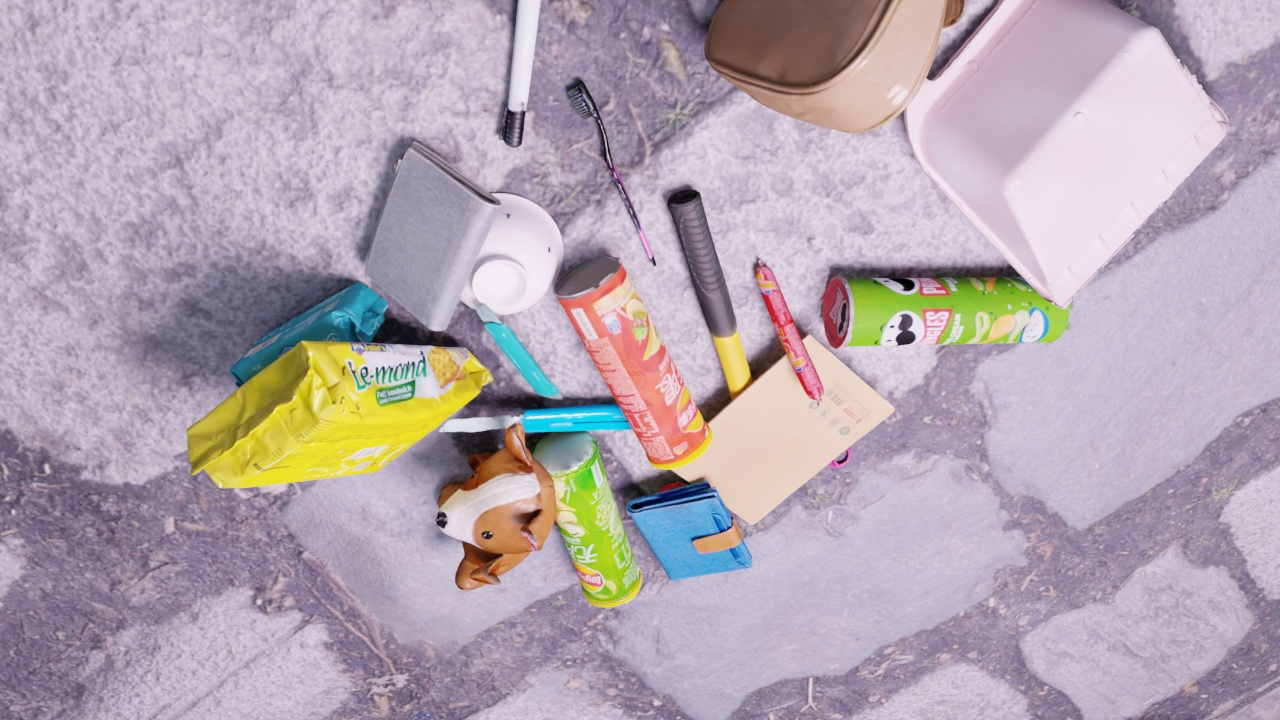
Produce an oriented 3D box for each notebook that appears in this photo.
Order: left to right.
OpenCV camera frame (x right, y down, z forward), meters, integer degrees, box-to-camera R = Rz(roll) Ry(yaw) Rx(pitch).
[{"bbox_3d":[0.146,0.079,0.967,0.147,0.008,0.208,36,112,-28],"label":"notebook"}]

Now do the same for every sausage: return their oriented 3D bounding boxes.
[{"bbox_3d":[0.144,-0.027,0.892,0.020,0.020,0.156,-24,96,6],"label":"sausage"}]

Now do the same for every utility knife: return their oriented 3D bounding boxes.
[{"bbox_3d":[-0.114,-0.005,0.869,0.029,0.013,0.176,3,152,20],"label":"utility knife"},{"bbox_3d":[-0.092,0.061,0.919,0.218,0.018,0.034,-1,135,-23],"label":"utility knife"}]

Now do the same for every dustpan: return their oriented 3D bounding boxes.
[{"bbox_3d":[0.368,-0.211,0.821,0.223,0.139,0.273,-48,137,10],"label":"dustpan"}]

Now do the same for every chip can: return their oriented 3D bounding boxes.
[{"bbox_3d":[-0.056,0.172,0.995,0.072,0.072,0.221,-15,125,0],"label":"chip can"},{"bbox_3d":[-0.005,0.005,0.880,0.073,0.073,0.217,-26,118,7],"label":"chip can"},{"bbox_3d":[0.304,-0.049,0.911,0.236,0.072,0.072,-1,123,-10],"label":"chip can"}]

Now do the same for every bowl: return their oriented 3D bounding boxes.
[{"bbox_3d":[-0.125,-0.082,0.818,0.118,0.064,0.118,-4,123,-7],"label":"bowl"}]

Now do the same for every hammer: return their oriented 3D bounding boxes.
[{"bbox_3d":[0.083,-0.031,0.907,0.129,0.032,0.301,-19,125,3],"label":"hammer"}]

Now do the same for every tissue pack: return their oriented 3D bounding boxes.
[{"bbox_3d":[-0.289,-0.015,0.816,0.133,0.093,0.050,-28,111,8],"label":"tissue pack"}]

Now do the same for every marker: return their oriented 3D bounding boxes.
[{"bbox_3d":[-0.099,-0.238,0.747,0.022,0.018,0.131,9,122,-5],"label":"marker"}]

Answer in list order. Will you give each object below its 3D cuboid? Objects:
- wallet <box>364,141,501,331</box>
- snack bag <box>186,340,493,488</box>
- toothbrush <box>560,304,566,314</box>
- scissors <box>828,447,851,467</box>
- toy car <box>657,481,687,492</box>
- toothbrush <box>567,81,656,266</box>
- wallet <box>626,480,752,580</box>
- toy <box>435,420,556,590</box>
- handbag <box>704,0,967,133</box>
[{"bbox_3d":[-0.181,-0.107,0.785,0.106,0.036,0.130,38,119,16],"label":"wallet"},{"bbox_3d":[-0.253,0.049,0.803,0.158,0.068,0.246,-32,167,21],"label":"snack bag"},{"bbox_3d":[-0.025,-0.001,0.921,0.016,0.016,0.180,-41,120,-2],"label":"toothbrush"},{"bbox_3d":[0.193,0.085,1.006,0.134,0.017,0.133,-30,133,-1],"label":"scissors"},{"bbox_3d":[0.062,0.174,1.039,0.106,0.031,0.049,35,123,-24],"label":"toy car"},{"bbox_3d":[-0.022,-0.159,0.816,0.018,0.014,0.189,-16,126,13],"label":"toothbrush"},{"bbox_3d":[0.057,0.192,1.012,0.106,0.040,0.133,-14,130,17],"label":"wallet"},{"bbox_3d":[-0.146,0.150,0.912,0.130,0.140,0.200,-9,162,-32],"label":"toy"},{"bbox_3d":[0.141,-0.248,0.675,0.099,0.204,0.148,22,104,-35],"label":"handbag"}]
